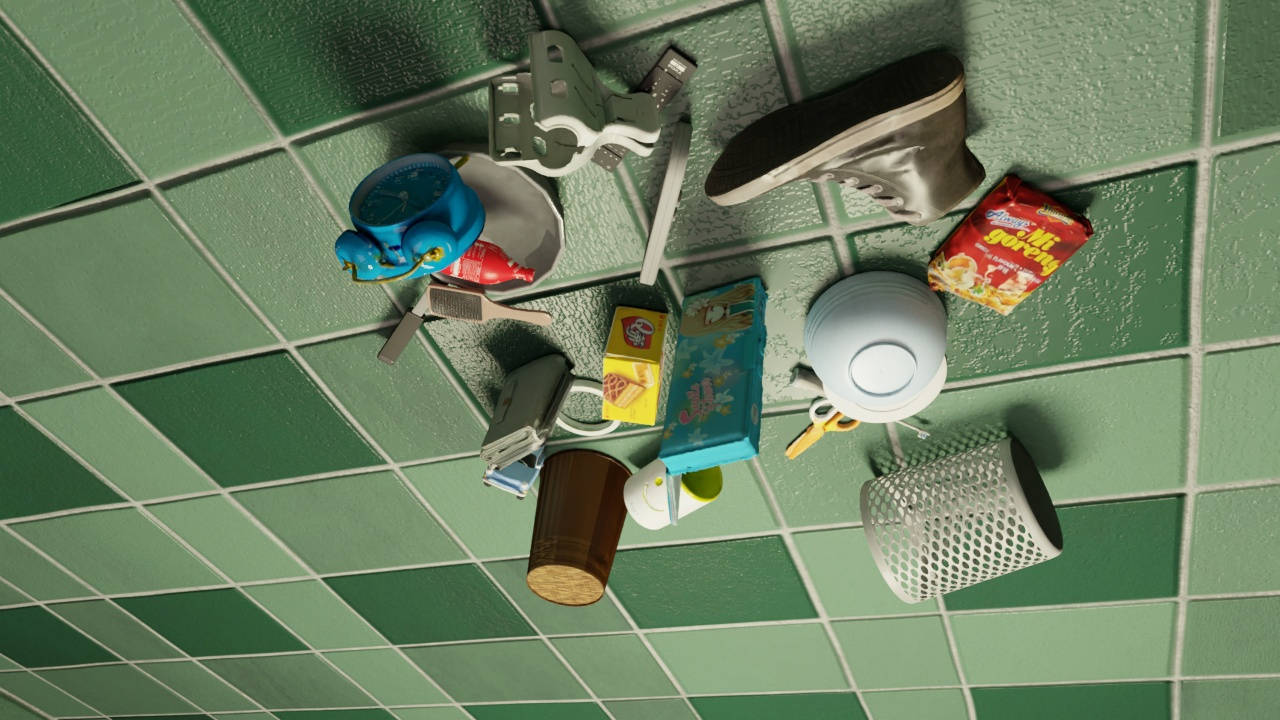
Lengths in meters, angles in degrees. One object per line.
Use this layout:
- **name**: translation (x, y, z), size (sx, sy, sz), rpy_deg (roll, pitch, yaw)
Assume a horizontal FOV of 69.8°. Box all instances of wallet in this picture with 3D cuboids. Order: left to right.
- **wallet**: translation (-0.133, 0.059, 1.069), size (0.054, 0.131, 0.101), rpy_deg (40, 128, -23)

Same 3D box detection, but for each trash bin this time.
- **trash bin**: translation (0.381, 0.187, 1.089), size (0.184, 0.156, 0.156), rpy_deg (-26, 126, 29)

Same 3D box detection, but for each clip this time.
- **clip**: translation (-0.054, -0.219, 0.770), size (0.152, 0.126, 0.105), rpy_deg (-5, 143, -3)

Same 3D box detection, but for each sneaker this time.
- **sneaker**: translation (0.177, -0.167, 0.806), size (0.235, 0.095, 0.120), rpy_deg (-20, 129, 20)

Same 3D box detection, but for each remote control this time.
- **remote control**: translation (-0.001, -0.225, 0.833), size (0.030, 0.009, 0.140), rpy_deg (30, 134, -19)
- **remote control**: translation (0.025, -0.147, 0.861), size (0.019, 0.074, 0.151), rpy_deg (13, 137, -3)

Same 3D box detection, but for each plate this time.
- **plate**: translation (0.271, 0.021, 1.017), size (0.134, 0.011, 0.135), rpy_deg (2, 126, 2)

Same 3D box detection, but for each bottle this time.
- **bottle**: translation (-0.175, -0.102, 0.908), size (0.141, 0.041, 0.042), rpy_deg (15, 137, -5)

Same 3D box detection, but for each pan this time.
- **pan**: translation (-0.208, -0.099, 0.982), size (0.178, 0.041, 0.358), rpy_deg (29, 134, -19)

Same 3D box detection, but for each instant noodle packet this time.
- **instant noodle packet**: translation (0.348, -0.104, 0.872), size (0.098, 0.039, 0.136), rpy_deg (26, 136, -7)

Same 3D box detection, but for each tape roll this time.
- **tape roll**: translation (-0.068, 0.059, 1.141), size (0.093, 0.013, 0.093), rpy_deg (6, 136, 5)

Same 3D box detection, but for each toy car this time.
- **toy car**: translation (-0.154, 0.129, 1.150), size (0.056, 0.153, 0.055), rpy_deg (22, 99, 0)

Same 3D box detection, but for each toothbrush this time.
- **toothbrush**: translation (0.258, 0.051, 1.063), size (0.185, 0.024, 0.022), rpy_deg (23, 179, -13)

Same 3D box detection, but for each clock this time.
- **clock**: translation (-0.204, -0.119, 0.813), size (0.117, 0.161, 0.060), rpy_deg (-6, 137, 13)

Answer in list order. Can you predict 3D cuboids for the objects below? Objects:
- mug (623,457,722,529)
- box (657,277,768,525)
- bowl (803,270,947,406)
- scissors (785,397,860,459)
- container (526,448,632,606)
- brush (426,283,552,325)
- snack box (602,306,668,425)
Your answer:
- **mug**: translation (0.041, 0.161, 1.177), size (0.082, 0.082, 0.106), rpy_deg (33, 133, -22)
- **box**: translation (0.059, 0.030, 0.930), size (0.084, 0.226, 0.172), rpy_deg (27, 134, -16)
- **bowl**: translation (0.245, -0.009, 0.943), size (0.150, 0.074, 0.151), rpy_deg (3, 124, 4)
- **scissors**: translation (0.211, 0.085, 1.114), size (0.065, 0.013, 0.129), rpy_deg (28, 133, -17)
- **container**: translation (-0.084, 0.223, 1.203), size (0.132, 0.166, 0.132), rpy_deg (6, 137, 5)
- **brush**: translation (-0.162, -0.052, 0.981), size (0.135, 0.015, 0.050), rpy_deg (10, 142, 0)
- **snack box**: translation (-0.006, 0.006, 1.022), size (0.061, 0.083, 0.106), rpy_deg (8, 138, 4)
